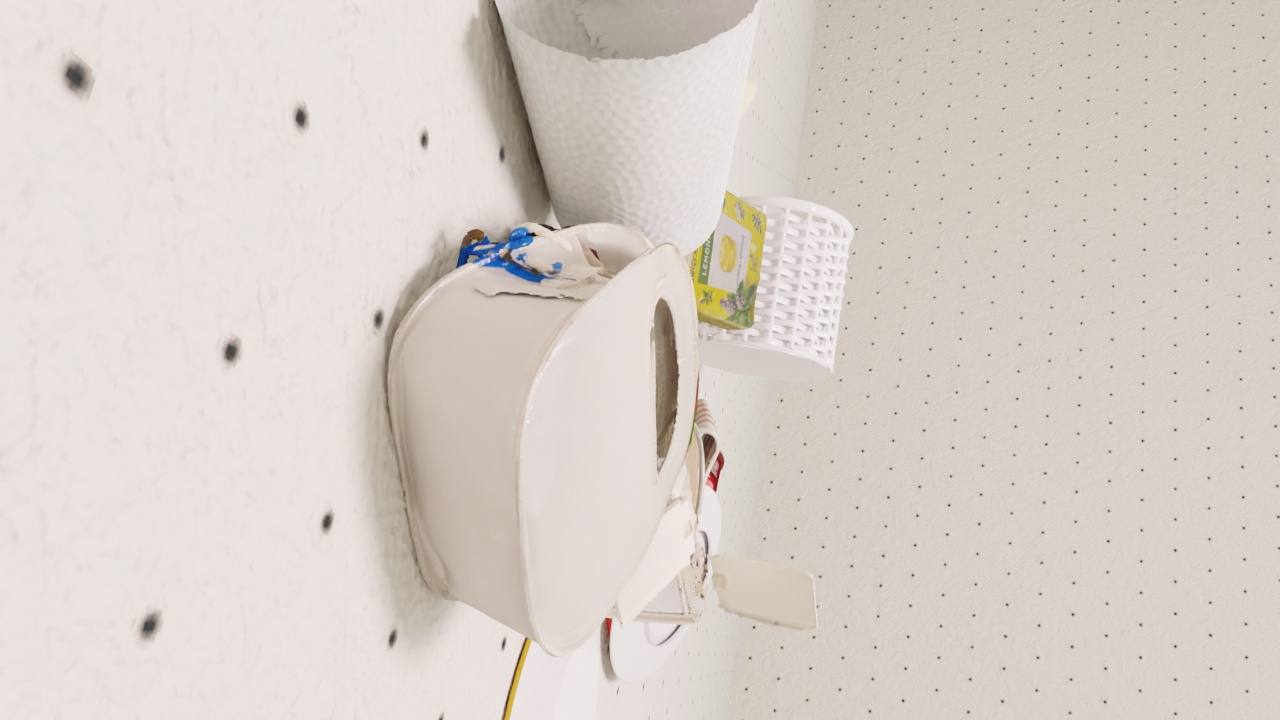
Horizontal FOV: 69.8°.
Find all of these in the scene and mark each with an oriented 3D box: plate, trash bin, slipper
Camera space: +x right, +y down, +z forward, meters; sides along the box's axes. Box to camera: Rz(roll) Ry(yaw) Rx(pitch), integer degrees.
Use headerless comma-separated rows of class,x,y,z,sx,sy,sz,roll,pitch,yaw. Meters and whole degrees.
plate,-0.061,0.276,0.688,0.229,0.021,0.230,7,89,-78
trash bin,-0.004,-0.143,0.510,0.161,0.133,0.133,87,14,-56
slipper,0.033,0.089,0.802,0.263,0.052,0.115,-168,-97,-83
plate,0.034,0.225,0.919,0.208,0.015,0.209,-37,136,-47

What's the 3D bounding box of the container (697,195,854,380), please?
container,0.162,-0.085,1.157,0.189,0.189,0.186,49,49,-74

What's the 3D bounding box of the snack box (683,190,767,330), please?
snack box,0.056,-0.100,0.830,0.180,0.045,0.121,17,79,-51

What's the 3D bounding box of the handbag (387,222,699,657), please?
handbag,-0.035,0.023,0.469,0.199,0.093,0.201,-38,136,-50

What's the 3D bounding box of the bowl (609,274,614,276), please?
bowl,-0.004,0.004,0.718,0.145,0.063,0.145,5,89,-78

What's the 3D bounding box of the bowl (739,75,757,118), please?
bowl,0.015,-0.186,0.665,0.074,0.118,0.117,43,38,-19

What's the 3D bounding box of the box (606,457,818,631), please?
box,0.027,0.153,0.636,0.098,0.184,0.144,-66,150,-52

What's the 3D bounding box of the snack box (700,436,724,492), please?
snack box,0.050,0.152,1.033,0.072,0.072,0.121,84,18,-44

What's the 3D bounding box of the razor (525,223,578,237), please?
razor,-0.051,-0.012,0.535,0.063,0.053,0.141,-114,-153,-62

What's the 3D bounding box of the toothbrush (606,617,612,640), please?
toothbrush,-0.023,0.230,0.852,0.012,0.018,0.213,-71,162,-47
